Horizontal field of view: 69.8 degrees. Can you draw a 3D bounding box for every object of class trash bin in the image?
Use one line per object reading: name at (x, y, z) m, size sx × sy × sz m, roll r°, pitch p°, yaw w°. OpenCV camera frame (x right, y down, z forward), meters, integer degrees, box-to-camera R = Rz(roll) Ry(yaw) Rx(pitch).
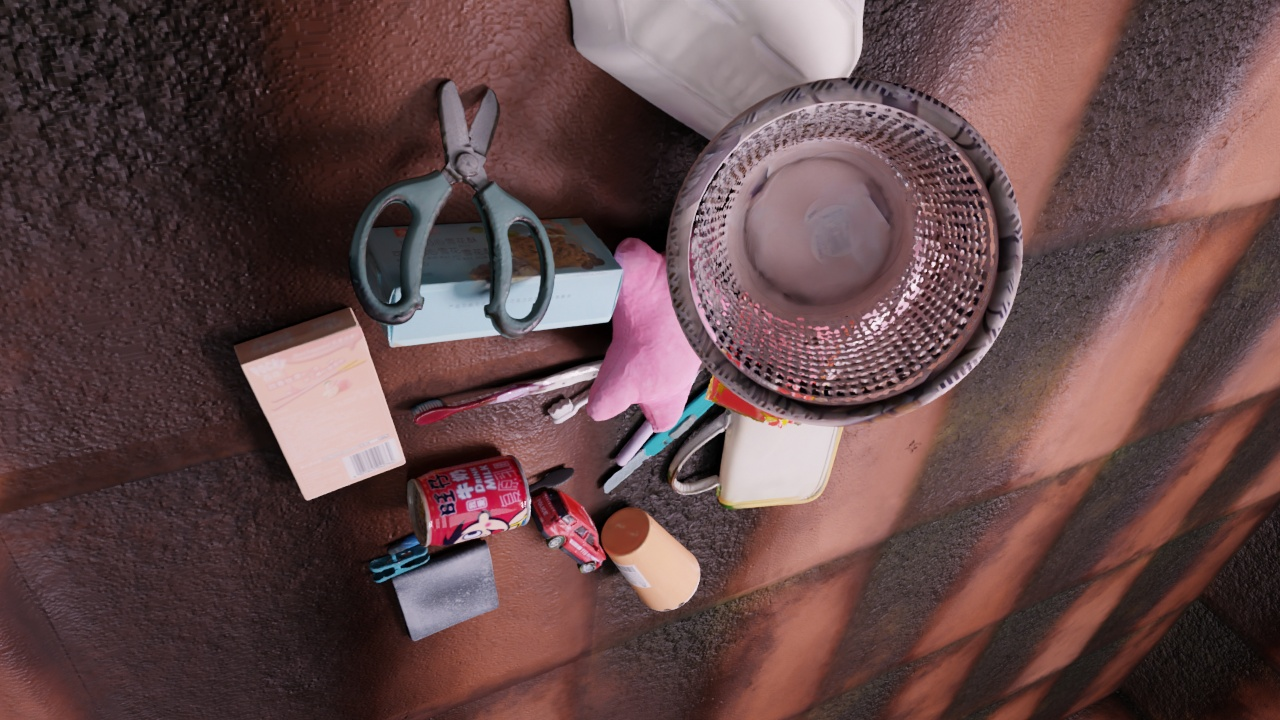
trash bin at (0.140, -0.086, 0.680) m, size 0.227 × 0.192 × 0.227 m, roll 2°, pitch 104°, yaw 6°

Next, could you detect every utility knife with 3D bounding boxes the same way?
utility knife at (0.040, 0.066, 0.926) m, size 0.209 × 0.013 × 0.029 m, roll -42°, pitch 140°, yaw 7°

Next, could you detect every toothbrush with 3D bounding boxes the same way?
toothbrush at (0.037, 0.035, 0.892) m, size 0.021 × 0.029 × 0.189 m, roll 38°, pitch 108°, yaw -8°
toothbrush at (-0.105, 0.023, 0.785) m, size 0.187 × 0.017 × 0.016 m, roll -16°, pitch 133°, yaw -26°
toothbrush at (-0.005, 0.005, 0.836) m, size 0.180 × 0.016 × 0.016 m, roll -31°, pitch 134°, yaw -5°
toothbrush at (-0.149, 0.143, 0.870) m, size 0.189 × 0.014 × 0.016 m, roll -23°, pitch 162°, yaw -14°

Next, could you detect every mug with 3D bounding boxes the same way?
mug at (0.007, 0.215, 1.005) m, size 0.078 × 0.078 × 0.123 m, roll -36°, pitch 135°, yaw 0°

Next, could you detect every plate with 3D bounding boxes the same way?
plate at (0.068, -0.236, 0.638) m, size 0.265 × 0.034 × 0.162 m, roll 21°, pitch 115°, yaw -45°

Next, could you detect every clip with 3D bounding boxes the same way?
clip at (-0.226, 0.189, 0.860) m, size 0.057 × 0.014 × 0.048 m, roll -18°, pitch 135°, yaw -21°

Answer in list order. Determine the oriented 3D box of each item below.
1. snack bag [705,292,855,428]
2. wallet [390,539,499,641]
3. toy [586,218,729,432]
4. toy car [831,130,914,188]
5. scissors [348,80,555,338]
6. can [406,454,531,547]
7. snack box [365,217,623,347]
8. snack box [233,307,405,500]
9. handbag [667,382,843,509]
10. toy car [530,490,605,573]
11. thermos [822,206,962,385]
snack bag at (0.141, -0.044, 0.828) m, size 0.128 × 0.073 × 0.208 m, roll 15°, pitch 105°, yaw -20°
wallet at (-0.194, 0.233, 0.923) m, size 0.097 × 0.019 × 0.121 m, roll -17°, pitch 138°, yaw -18°
toy at (0.024, -0.024, 0.773) m, size 0.178 × 0.075 × 0.195 m, roll -18°, pitch 126°, yaw -48°
toy car at (0.197, -0.172, 0.793) m, size 0.105 × 0.031 × 0.049 m, roll 21°, pitch 118°, yaw -42°
scissors at (-0.128, -0.093, 0.582) m, size 0.169 × 0.019 × 0.177 m, roll -17°, pitch 99°, yaw -28°
can at (-0.152, 0.124, 0.807) m, size 0.093 × 0.066 × 0.067 m, roll -10°, pitch 133°, yaw -28°
snack box at (-0.105, -0.060, 0.656) m, size 0.174 × 0.074 × 0.052 m, roll -8°, pitch 133°, yaw -30°
snack box at (-0.237, 0.037, 0.694) m, size 0.084 × 0.026 × 0.157 m, roll -20°, pitch 137°, yaw -17°
handbag at (0.116, 0.090, 0.980) m, size 0.178 × 0.063 × 0.164 m, roll -6°, pitch 133°, yaw -11°
toy car at (-0.069, 0.171, 0.922) m, size 0.045 × 0.053 × 0.120 m, roll -33°, pitch 141°, yaw 1°
thermos at (0.210, -0.060, 0.887) m, size 0.199 × 0.067 × 0.087 m, roll -46°, pitch 131°, yaw 13°
